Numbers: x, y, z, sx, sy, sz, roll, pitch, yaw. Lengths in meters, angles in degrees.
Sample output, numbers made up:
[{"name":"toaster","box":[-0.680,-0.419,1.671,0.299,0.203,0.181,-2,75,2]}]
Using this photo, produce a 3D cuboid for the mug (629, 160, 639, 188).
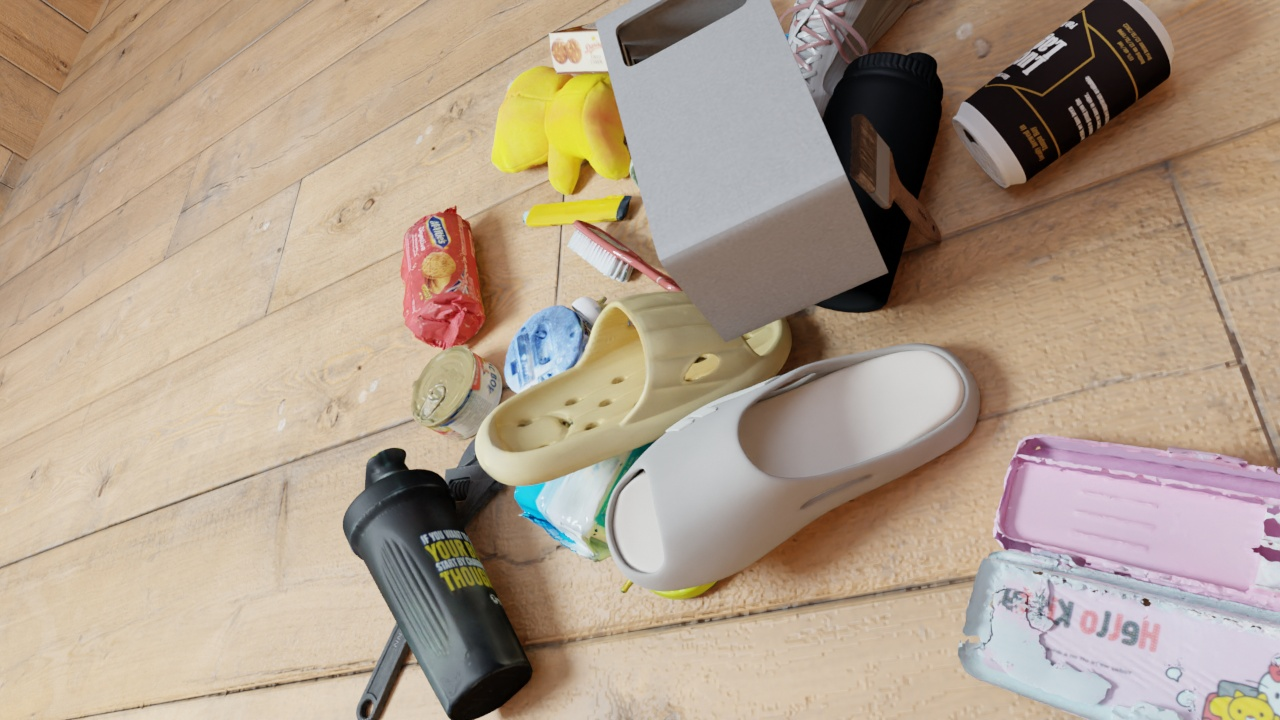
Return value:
[{"name":"mug","box":[0.047,-0.164,0.785,0.111,0.104,0.084,-8,60,34]}]

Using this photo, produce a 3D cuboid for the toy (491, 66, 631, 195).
[{"name":"toy","box":[-0.083,-0.249,0.956,0.194,0.087,0.134,19,81,43]}]

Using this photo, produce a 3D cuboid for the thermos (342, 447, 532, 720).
[{"name":"thermos","box":[-0.170,0.180,0.749,0.098,0.098,0.220,-44,57,8]}]

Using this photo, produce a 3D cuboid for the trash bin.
[{"name":"trash bin","box":[0.064,-0.149,0.621,0.115,0.114,0.228,-24,56,16]}]

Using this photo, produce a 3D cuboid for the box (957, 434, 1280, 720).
[{"name":"box","box":[0.280,0.121,0.475,0.202,0.037,0.152,9,73,41]}]

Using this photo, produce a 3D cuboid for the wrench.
[{"name":"wrench","box":[-0.187,0.191,0.820,0.073,0.018,0.272,12,74,41]}]

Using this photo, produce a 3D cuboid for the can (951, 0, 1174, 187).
[{"name":"can","box":[0.287,-0.183,0.627,0.129,0.072,0.071,-38,47,15]}]

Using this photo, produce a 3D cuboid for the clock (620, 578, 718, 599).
[{"name":"clock","box":[0.033,0.119,0.659,0.119,0.057,0.083,-30,48,13]}]

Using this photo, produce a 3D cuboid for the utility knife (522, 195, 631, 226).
[{"name":"utility knife","box":[-0.069,-0.152,0.933,0.159,0.017,0.030,5,63,40]}]

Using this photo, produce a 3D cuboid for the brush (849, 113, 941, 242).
[{"name":"brush","box":[0.176,-0.113,0.622,0.008,0.143,0.045,-8,68,37]}]

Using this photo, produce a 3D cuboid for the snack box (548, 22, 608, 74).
[{"name":"snack box","box":[0.012,-0.315,0.894,0.143,0.041,0.146,15,35,42]}]

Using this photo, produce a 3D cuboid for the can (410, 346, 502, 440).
[{"name":"can","box":[-0.179,0.032,0.890,0.086,0.043,0.086,-20,53,29]}]

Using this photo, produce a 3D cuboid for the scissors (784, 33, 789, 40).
[{"name":"scissors","box":[0.115,-0.252,0.851,0.118,0.013,0.139,-31,49,15]}]

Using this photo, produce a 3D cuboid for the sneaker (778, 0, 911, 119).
[{"name":"sneaker","box":[0.157,-0.281,0.773,0.099,0.089,0.236,21,78,37]}]

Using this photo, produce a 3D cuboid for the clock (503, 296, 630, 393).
[{"name":"clock","box":[-0.062,-0.008,0.815,0.126,0.052,0.088,-31,48,21]}]

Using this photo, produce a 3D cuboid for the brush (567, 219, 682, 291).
[{"name":"brush","box":[-0.012,-0.084,0.835,0.172,0.041,0.030,38,108,43]}]

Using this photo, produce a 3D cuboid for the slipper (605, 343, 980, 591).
[{"name":"slipper","box":[0.091,0.052,0.591,0.266,0.081,0.112,-24,56,3]}]

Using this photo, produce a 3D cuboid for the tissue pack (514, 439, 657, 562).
[{"name":"tissue pack","box":[-0.030,0.079,0.729,0.093,0.061,0.144,22,81,41]}]

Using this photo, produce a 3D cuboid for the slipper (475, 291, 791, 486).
[{"name":"slipper","box":[-0.004,0.004,0.672,0.261,0.079,0.111,-27,43,-14]}]

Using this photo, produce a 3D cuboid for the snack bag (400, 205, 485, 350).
[{"name":"snack bag","box":[-0.211,-0.088,0.966,0.082,0.082,0.176,-34,47,18]}]

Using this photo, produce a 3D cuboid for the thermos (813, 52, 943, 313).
[{"name":"thermos","box":[0.169,-0.143,0.688,0.086,0.086,0.198,6,69,41]}]
